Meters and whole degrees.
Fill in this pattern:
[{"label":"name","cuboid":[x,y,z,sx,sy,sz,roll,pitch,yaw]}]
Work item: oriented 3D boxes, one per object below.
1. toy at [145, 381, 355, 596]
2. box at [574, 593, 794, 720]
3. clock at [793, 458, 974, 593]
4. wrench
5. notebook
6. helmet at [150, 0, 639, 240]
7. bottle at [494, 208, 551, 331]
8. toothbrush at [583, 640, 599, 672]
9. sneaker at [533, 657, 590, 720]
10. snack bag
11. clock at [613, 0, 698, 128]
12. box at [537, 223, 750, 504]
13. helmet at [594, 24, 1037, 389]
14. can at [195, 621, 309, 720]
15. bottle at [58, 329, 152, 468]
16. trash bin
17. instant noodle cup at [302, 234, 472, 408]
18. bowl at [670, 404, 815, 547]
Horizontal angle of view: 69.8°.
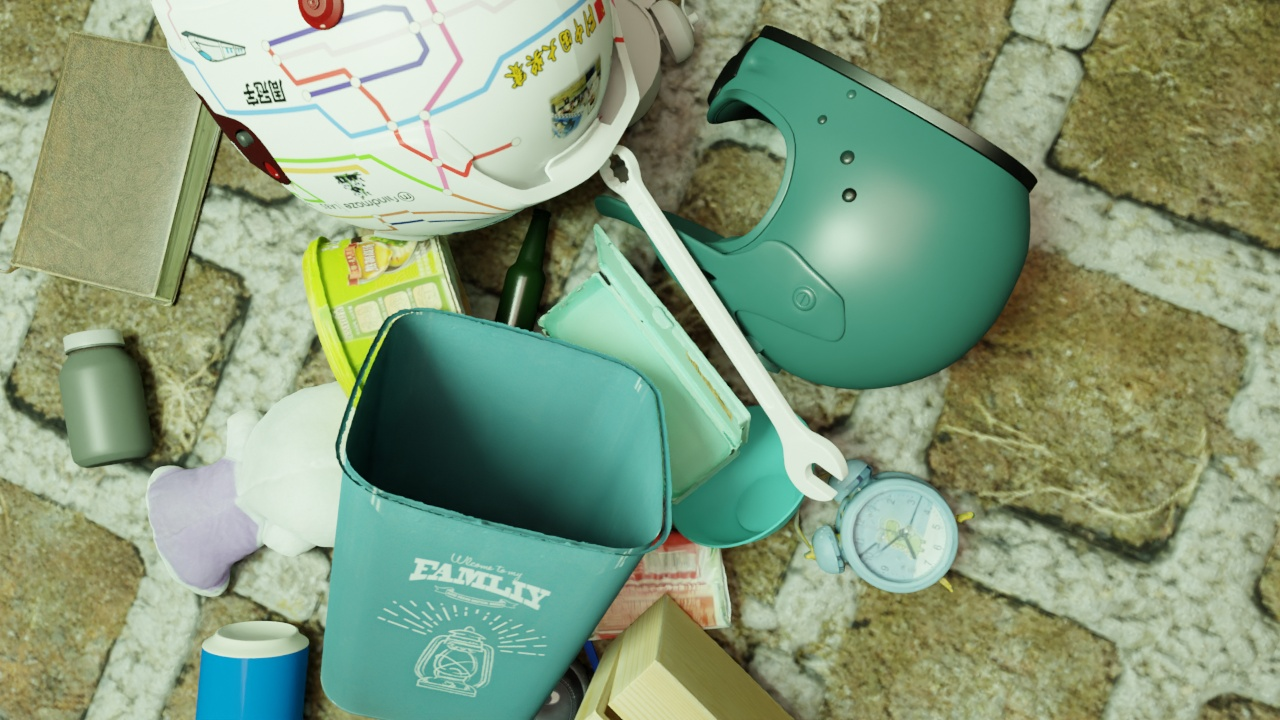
[{"label":"toy","cuboid":[-0.299,0.101,0.731,0.209,0.085,0.137,-24,84,11]},{"label":"box","cuboid":[0.072,0.292,0.631,0.092,0.128,0.249,-44,91,4]},{"label":"clock","cuboid":[0.177,0.124,0.681,0.124,0.051,0.089,16,90,11]},{"label":"wrench","cuboid":[0.053,-0.024,0.603,0.009,0.047,0.273,-35,92,-37]},{"label":"notebook","cuboid":[-0.464,-0.167,0.786,0.190,0.034,0.215,13,89,8]},{"label":"helmet","cuboid":[-0.158,-0.198,0.602,0.315,0.236,0.230,14,51,36]},{"label":"bottle","cuboid":[-0.093,-0.060,0.734,0.033,0.033,0.123,14,89,8]},{"label":"toothbrush","cuboid":[-0.057,0.185,0.732,0.016,0.011,0.186,-22,88,6]},{"label":"sneaker","cuboid":[-0.144,0.313,0.665,0.097,0.151,0.252,42,92,8]},{"label":"snack bag","cuboid":[0.010,0.171,0.708,0.116,0.036,0.077,-8,87,7]},{"label":"clock","cuboid":[-0.024,-0.250,0.718,0.120,0.061,0.159,30,93,8]},{"label":"box","cuboid":[-0.002,0.005,0.674,0.078,0.113,0.187,-32,71,-15]},{"label":"helmet","cuboid":[0.117,-0.091,0.637,0.275,0.176,0.200,36,106,16]},{"label":"can","cuboid":[-0.308,0.286,0.724,0.079,0.079,0.146,4,88,8]},{"label":"bottle","cuboid":[-0.446,0.032,0.763,0.060,0.060,0.108,-13,86,7]},{"label":"trash bin","cuboid":[-0.109,0.118,0.614,0.196,0.198,0.219,16,122,-11]},{"label":"instant noodle cup","cuboid":[-0.181,-0.035,0.694,0.098,0.146,0.146,-19,85,-5]},{"label":"bowl","cuboid":[0.084,0.096,0.684,0.121,0.121,0.046,-39,127,4]}]
